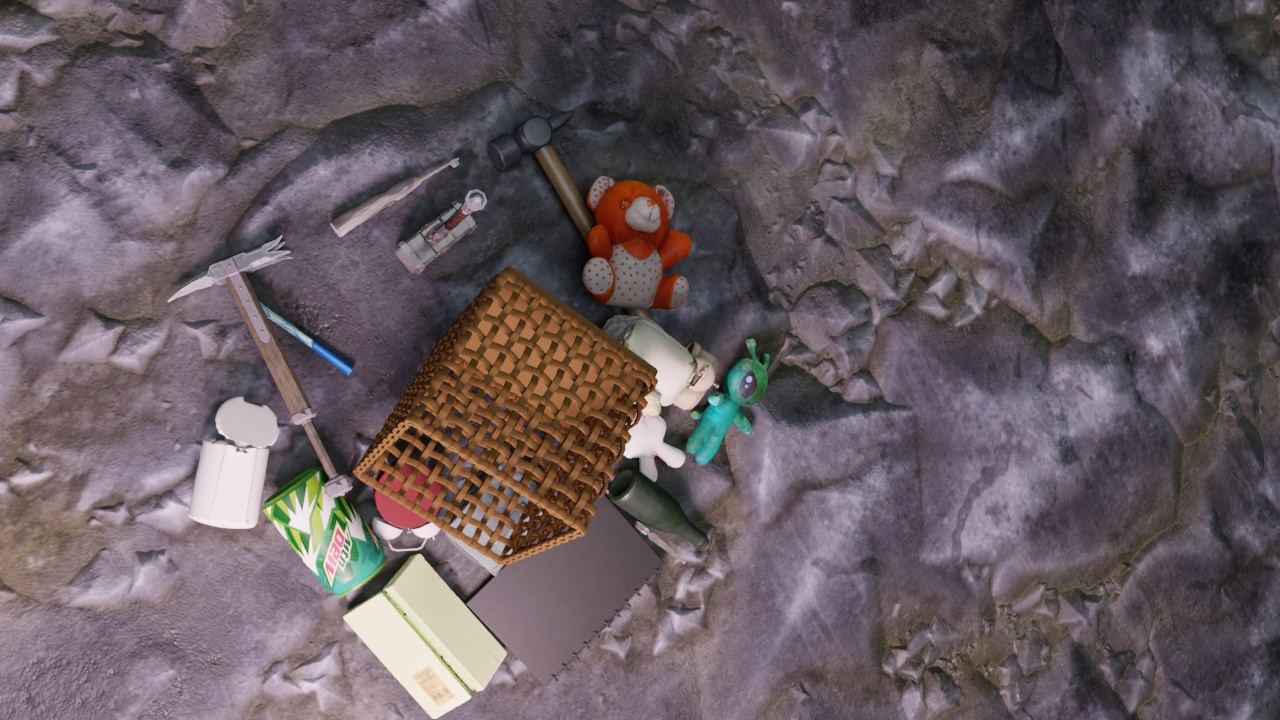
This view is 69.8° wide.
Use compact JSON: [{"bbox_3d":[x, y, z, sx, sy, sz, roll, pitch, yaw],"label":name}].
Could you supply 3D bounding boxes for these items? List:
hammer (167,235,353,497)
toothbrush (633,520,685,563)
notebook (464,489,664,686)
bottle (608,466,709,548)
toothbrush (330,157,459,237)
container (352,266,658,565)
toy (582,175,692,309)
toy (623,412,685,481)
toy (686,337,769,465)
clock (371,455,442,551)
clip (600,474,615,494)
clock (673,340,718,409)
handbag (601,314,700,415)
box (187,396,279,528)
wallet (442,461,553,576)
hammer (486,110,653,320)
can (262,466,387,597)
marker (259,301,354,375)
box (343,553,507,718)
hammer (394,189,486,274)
[{"bbox_3d":[-0.425,0.020,1.084,0.146,0.028,0.317,-27,84,-18],"label":"hammer"},{"bbox_3d":[0.027,0.240,1.206,0.010,0.182,0.010,39,82,-19],"label":"toothbrush"},{"bbox_3d":[-0.096,0.304,1.249,0.231,0.019,0.169,-43,102,-15],"label":"notebook"},{"bbox_3d":[0.034,0.214,1.276,0.174,0.055,0.055,39,77,-28],"label":"bottle"},{"bbox_3d":[-0.310,-0.214,1.170,0.185,0.022,0.024,-36,104,-18],"label":"toothbrush"},{"bbox_3d":[-0.158,0.074,1.068,0.219,0.252,0.213,35,58,-14],"label":"container"},{"bbox_3d":[-0.007,-0.156,1.212,0.163,0.093,0.172,4,84,-28],"label":"toy"},{"bbox_3d":[0.006,0.108,1.275,0.076,0.037,0.125,-35,108,-12],"label":"toy"},{"bbox_3d":[0.125,0.057,1.307,0.193,0.072,0.130,-54,145,-9],"label":"toy"},{"bbox_3d":[-0.295,0.178,1.161,0.087,0.044,0.124,1,89,-20],"label":"clock"},{"bbox_3d":[-0.039,0.184,1.273,0.045,0.014,0.050,-7,90,-20],"label":"clip"},{"bbox_3d":[0.074,0.023,1.248,0.054,0.141,0.093,31,79,-7],"label":"clock"},{"bbox_3d":[-0.007,0.007,1.203,0.112,0.171,0.123,32,90,-16],"label":"handbag"},{"bbox_3d":[-0.473,0.118,1.073,0.081,0.092,0.159,11,84,-28],"label":"box"},{"bbox_3d":[-0.184,0.204,1.201,0.100,0.054,0.131,43,71,-16],"label":"wallet"},{"bbox_3d":[-0.071,-0.184,1.251,0.129,0.040,0.322,-35,102,-21],"label":"hammer"},{"bbox_3d":[-0.379,0.207,1.109,0.083,0.083,0.144,-37,102,-17],"label":"can"},{"bbox_3d":[-0.417,-0.028,1.134,0.142,0.013,0.013,38,77,-16],"label":"marker"},{"bbox_3d":[-0.269,0.354,1.166,0.133,0.061,0.188,-38,103,-14],"label":"box"},{"bbox_3d":[-0.214,-0.157,1.043,0.098,0.322,0.044,-42,103,-16],"label":"hammer"}]
